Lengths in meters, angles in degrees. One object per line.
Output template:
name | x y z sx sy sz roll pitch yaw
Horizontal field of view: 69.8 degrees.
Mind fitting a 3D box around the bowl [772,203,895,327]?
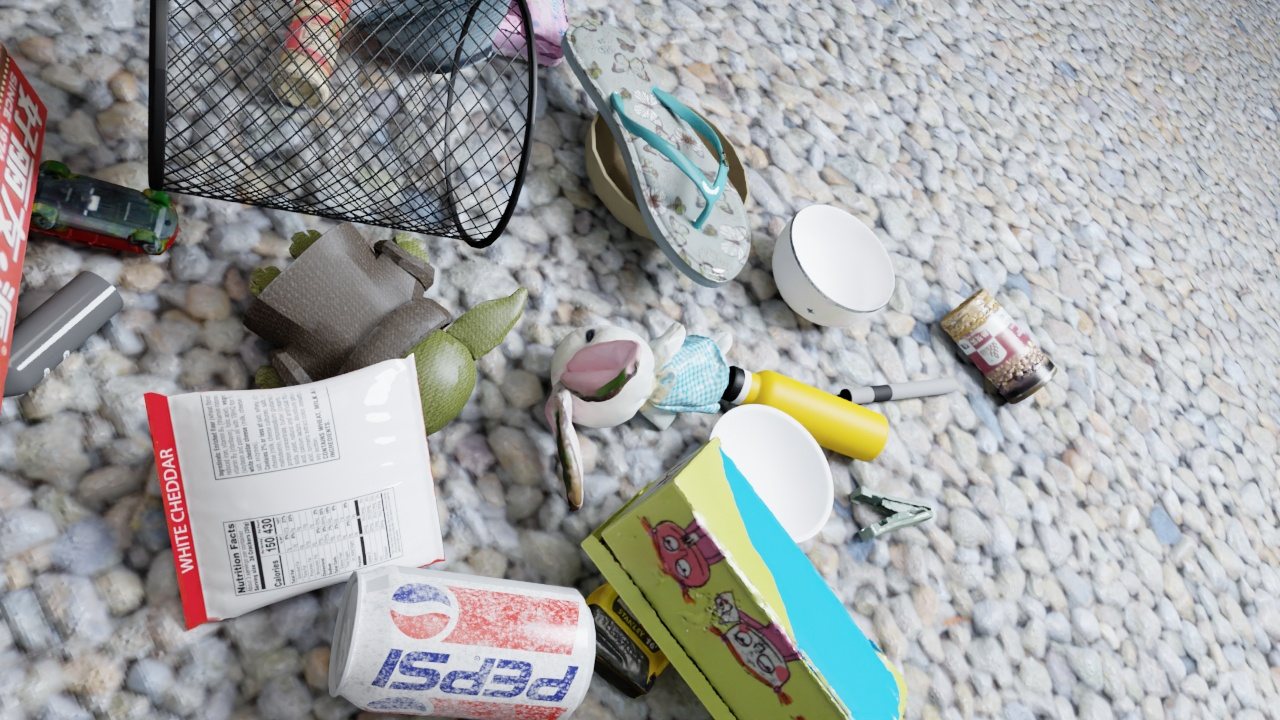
bowl | 0.165 -0.077 0.825 0.113 0.063 0.113 14 56 -22

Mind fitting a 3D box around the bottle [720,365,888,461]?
bottle | 0.132 0.041 0.749 0.143 0.043 0.043 21 54 -18

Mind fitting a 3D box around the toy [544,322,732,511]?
toy | -0.004 0.004 0.668 0.106 0.131 0.204 38 35 22

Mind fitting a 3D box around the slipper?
slipper | 0.025 -0.185 0.749 0.098 0.055 0.268 -13 68 -37

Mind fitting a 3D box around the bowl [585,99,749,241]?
bowl | 0.017 -0.158 0.796 0.152 0.051 0.152 14 57 -22

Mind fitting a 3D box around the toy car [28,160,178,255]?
toy car | -0.335 -0.090 0.565 0.091 0.036 0.042 10 58 -24

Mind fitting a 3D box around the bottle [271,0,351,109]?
bottle | -0.250 -0.243 0.700 0.044 0.044 0.109 14 58 -22

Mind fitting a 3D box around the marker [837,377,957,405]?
marker | 0.237 0.028 0.835 0.140 0.016 0.016 -4 65 -32

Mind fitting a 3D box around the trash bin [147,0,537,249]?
trash bin | -0.200 -0.173 0.595 0.209 0.185 0.184 1 62 -29

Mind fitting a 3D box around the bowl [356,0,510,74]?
bowl | -0.155 -0.270 0.748 0.136 0.137 0.057 -46 130 -39

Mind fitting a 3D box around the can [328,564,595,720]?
can | -0.100 0.162 0.523 0.136 0.078 0.078 14 57 -23

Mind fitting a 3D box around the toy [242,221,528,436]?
toy | -0.174 -0.016 0.585 0.153 0.078 0.179 43 75 -6

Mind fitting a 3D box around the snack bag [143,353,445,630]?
snack bag | -0.189 0.071 0.520 0.143 0.039 0.131 -10 97 -26

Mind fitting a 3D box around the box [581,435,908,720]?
box | 0.074 0.167 0.589 0.221 0.081 0.124 53 20 2

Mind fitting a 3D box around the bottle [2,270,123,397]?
bottle | -0.343 -0.004 0.513 0.030 0.030 0.112 35 51 -7

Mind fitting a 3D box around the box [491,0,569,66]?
box | -0.114 -0.378 0.850 0.084 0.053 0.230 4 61 -28

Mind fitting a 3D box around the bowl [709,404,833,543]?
bowl | 0.089 0.092 0.696 0.110 0.041 0.109 14 57 -22

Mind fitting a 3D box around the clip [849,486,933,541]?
clip | 0.210 0.127 0.758 0.076 0.023 0.059 4 63 -26

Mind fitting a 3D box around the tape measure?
tape measure | -0.009 0.175 0.594 0.065 0.037 0.064 40 51 -6

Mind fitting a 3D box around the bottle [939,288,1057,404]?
bottle | 0.349 -0.014 0.898 0.105 0.056 0.056 50 51 5

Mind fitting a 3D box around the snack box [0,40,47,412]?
snack box | -0.395 -0.059 0.478 0.113 0.060 0.236 -5 64 -10
